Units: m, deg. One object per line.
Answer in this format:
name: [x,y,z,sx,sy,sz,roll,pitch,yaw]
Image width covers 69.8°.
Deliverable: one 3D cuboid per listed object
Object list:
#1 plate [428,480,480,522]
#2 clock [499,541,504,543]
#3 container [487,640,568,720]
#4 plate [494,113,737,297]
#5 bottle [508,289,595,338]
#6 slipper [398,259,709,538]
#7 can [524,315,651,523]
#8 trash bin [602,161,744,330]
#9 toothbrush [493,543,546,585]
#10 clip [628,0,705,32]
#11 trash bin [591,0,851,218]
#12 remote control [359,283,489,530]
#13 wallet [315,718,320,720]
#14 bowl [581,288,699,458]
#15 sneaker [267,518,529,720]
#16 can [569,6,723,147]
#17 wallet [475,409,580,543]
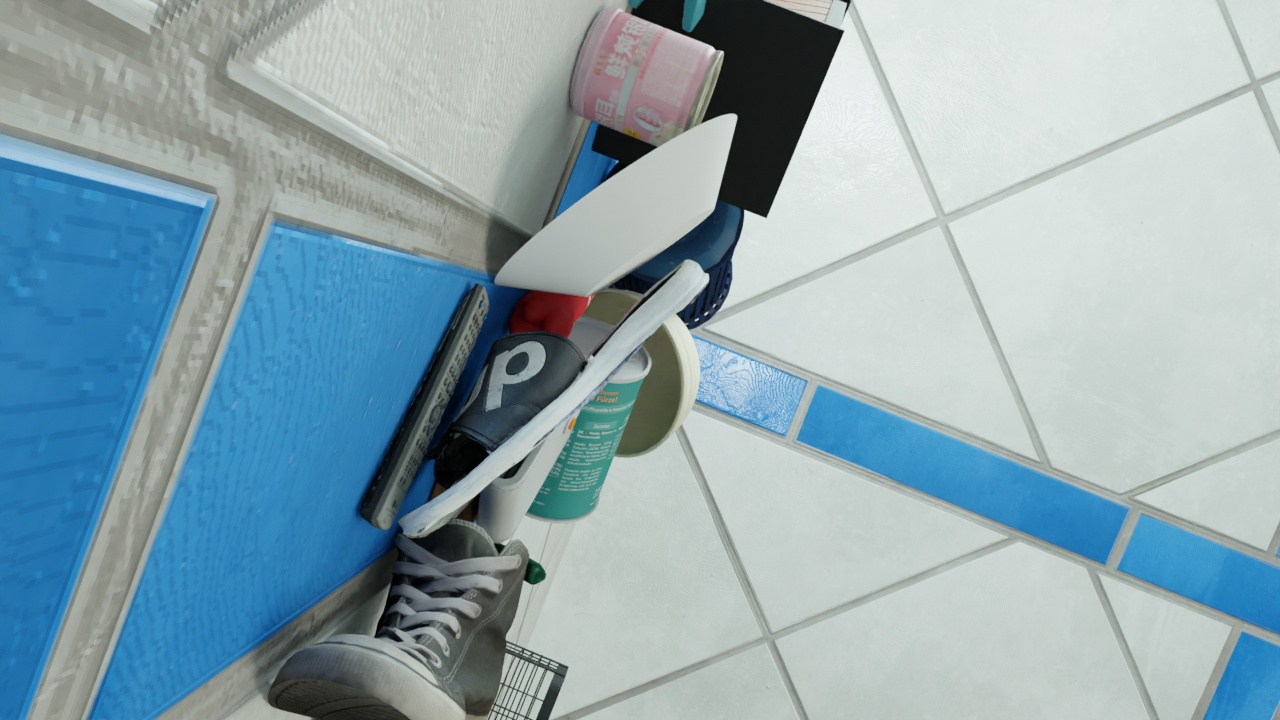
plate: [-0.113,0.066,0.661,0.131,0.025,0.131,27,85,-87]
clock: [-0.158,0.219,0.841,0.129,0.044,0.099,-40,152,-70]
container: [-0.186,0.442,1.080,0.163,0.130,0.241,100,12,-77]
plate: [-0.004,-0.080,0.552,0.174,0.036,0.174,-34,-179,0]
bottle: [-0.057,-0.051,0.677,0.141,0.042,0.042,-64,175,-57]
slipper: [-0.058,0.008,0.558,0.263,0.063,0.111,-41,-178,-34]
can: [-0.061,0.048,0.766,0.099,0.099,0.144,-63,174,-64]
trash bin: [0.029,-0.114,0.896,0.249,0.139,0.139,76,36,-83]
toothbrush: [-0.104,0.139,0.671,0.190,0.017,0.016,-2,-110,65]
clip: [0.013,-0.267,0.555,0.131,0.120,0.030,-27,-141,58]
trash bin: [0.068,-0.226,0.718,0.171,0.140,0.140,-64,175,-59]
remote control: [-0.111,0.024,0.484,0.033,0.013,0.136,103,9,-71]
wallet: [-0.192,0.236,0.563,0.087,0.013,0.120,105,5,-68]
bowl: [-0.005,0.005,0.825,0.075,0.151,0.151,-21,138,-53]
sneaker: [-0.118,0.142,0.499,0.235,0.095,0.119,74,26,-69]
can: [0.003,-0.169,0.556,0.067,0.076,0.067,27,85,-87]
wallet: [-0.080,0.069,0.655,0.116,0.037,0.118,108,8,-53]
